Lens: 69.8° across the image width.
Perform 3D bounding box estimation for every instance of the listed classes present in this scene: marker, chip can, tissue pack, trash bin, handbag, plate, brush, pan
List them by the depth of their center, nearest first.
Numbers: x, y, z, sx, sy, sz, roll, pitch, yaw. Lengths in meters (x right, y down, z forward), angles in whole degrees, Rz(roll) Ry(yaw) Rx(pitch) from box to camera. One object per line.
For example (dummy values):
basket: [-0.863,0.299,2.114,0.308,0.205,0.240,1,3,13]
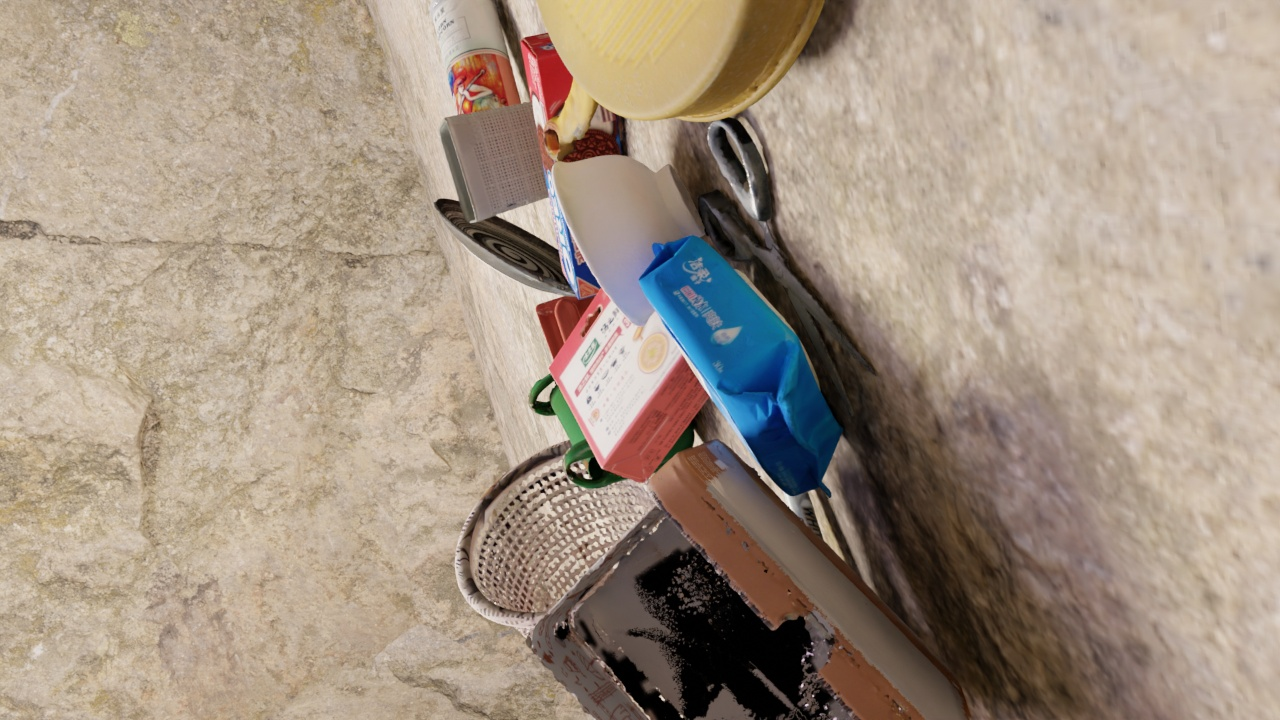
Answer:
pan: [-0.013,-0.187,0.477,0.358,0.078,0.197,-31,77,60]
tissue pack: [0.058,0.000,0.501,0.095,0.052,0.157,56,-179,-44]
marker: [0.103,0.111,0.549,0.017,0.017,0.145,123,133,-72]
handbag: [-0.024,0.040,0.760,0.131,0.120,0.068,54,164,46]
plate: [-0.123,-0.104,0.897,0.024,0.179,0.179,-60,32,13]
trash bin: [-0.040,0.217,0.907,0.227,0.227,0.192,52,168,54]
chip can: [-0.157,-0.269,0.937,0.071,0.071,0.214,124,132,-73]
brush: [-0.059,0.003,0.963,0.069,0.063,0.146,-111,4,-81]

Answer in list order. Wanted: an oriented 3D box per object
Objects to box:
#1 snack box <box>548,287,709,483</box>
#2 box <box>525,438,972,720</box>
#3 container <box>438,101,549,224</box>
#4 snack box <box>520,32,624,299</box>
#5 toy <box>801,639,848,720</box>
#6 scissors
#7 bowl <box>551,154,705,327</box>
snack box: [-0.004,0.004,0.669,0.113,0.044,0.127,-55,38,18]
box: [0.047,0.153,0.445,0.183,0.157,0.192,44,-176,13]
container: [-0.109,-0.180,0.816,0.090,0.114,0.090,-156,49,-72]
snack box: [-0.044,-0.150,0.726,0.057,0.058,0.208,-121,19,-52]
toy: [0.121,0.203,0.579,0.108,0.039,0.084,-142,54,-67]
scissors: [0.071,-0.055,0.496,0.159,0.014,0.170,-147,40,-68]
bowl: [0.001,-0.088,0.582,0.118,0.065,0.118,57,-165,-24]
